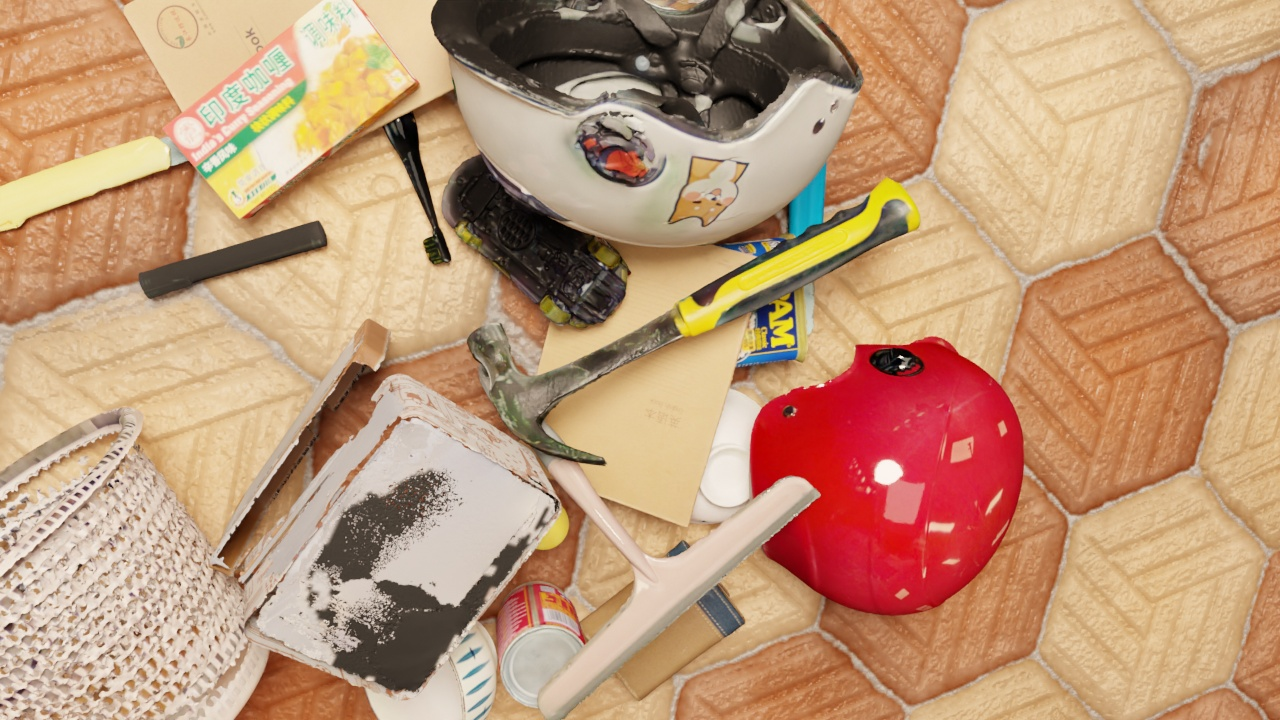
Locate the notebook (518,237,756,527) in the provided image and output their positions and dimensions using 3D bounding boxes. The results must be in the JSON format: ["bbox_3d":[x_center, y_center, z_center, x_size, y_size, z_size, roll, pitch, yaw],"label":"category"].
[{"bbox_3d":[-0.004,0.004,0.699,0.149,0.012,0.211,18,98,15],"label":"notebook"}]

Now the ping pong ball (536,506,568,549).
[{"bbox_3d":[-0.077,0.130,0.727,0.040,0.040,0.040,-2,99,-11],"label":"ping pong ball"}]

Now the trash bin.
[{"bbox_3d":[-0.365,0.174,0.605,0.227,0.227,0.192,-34,116,-4],"label":"trash bin"}]

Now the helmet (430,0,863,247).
[{"bbox_3d":[0.004,-0.163,0.624,0.274,0.229,0.157,-4,132,-9],"label":"helmet"}]

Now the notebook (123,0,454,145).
[{"bbox_3d":[-0.232,-0.222,0.638,0.208,0.008,0.148,-25,103,5],"label":"notebook"}]

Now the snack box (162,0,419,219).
[{"bbox_3d":[-0.237,-0.174,0.628,0.156,0.027,0.077,-37,102,4],"label":"snack box"}]

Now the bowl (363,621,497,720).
[{"bbox_3d":[-0.154,0.236,0.707,0.066,0.117,0.116,-15,106,-53],"label":"bowl"}]

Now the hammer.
[{"bbox_3d":[0.047,-0.033,0.641,0.323,0.032,0.126,-27,77,-1],"label":"hammer"}]

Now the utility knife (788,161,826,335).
[{"bbox_3d":[0.133,-0.117,0.738,0.034,0.018,0.204,-1,98,-12],"label":"utility knife"}]

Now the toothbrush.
[{"bbox_3d":[-0.177,-0.173,0.669,0.027,0.026,0.213,-11,104,20],"label":"toothbrush"}]

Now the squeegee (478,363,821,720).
[{"bbox_3d":[-0.049,0.083,0.661,0.248,0.040,0.249,-43,69,4],"label":"squeegee"}]

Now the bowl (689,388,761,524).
[{"bbox_3d":[0.064,0.084,0.735,0.118,0.065,0.118,-2,99,-11],"label":"bowl"}]

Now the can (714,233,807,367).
[{"bbox_3d":[0.081,-0.044,0.722,0.083,0.057,0.102,-8,100,-7],"label":"can"}]

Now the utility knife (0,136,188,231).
[{"bbox_3d":[-0.374,-0.130,0.638,0.206,0.021,0.031,-19,102,1],"label":"utility knife"}]

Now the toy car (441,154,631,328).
[{"bbox_3d":[-0.078,-0.090,0.683,0.158,0.042,0.070,42,102,1],"label":"toy car"}]

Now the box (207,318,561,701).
[{"bbox_3d":[-0.186,0.092,0.641,0.157,0.193,0.183,37,93,-28],"label":"box"}]

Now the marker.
[{"bbox_3d":[-0.293,-0.073,0.664,0.132,0.022,0.020,-18,138,-7],"label":"marker"}]

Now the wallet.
[{"bbox_3d":[0.019,0.218,0.765,0.115,0.033,0.090,-38,101,-2],"label":"wallet"}]

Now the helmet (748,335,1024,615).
[{"bbox_3d":[0.211,0.096,0.698,0.239,0.144,0.207,-27,125,-19],"label":"helmet"}]

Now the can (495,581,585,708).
[{"bbox_3d":[-0.078,0.217,0.714,0.066,0.094,0.066,-2,99,-11],"label":"can"}]
